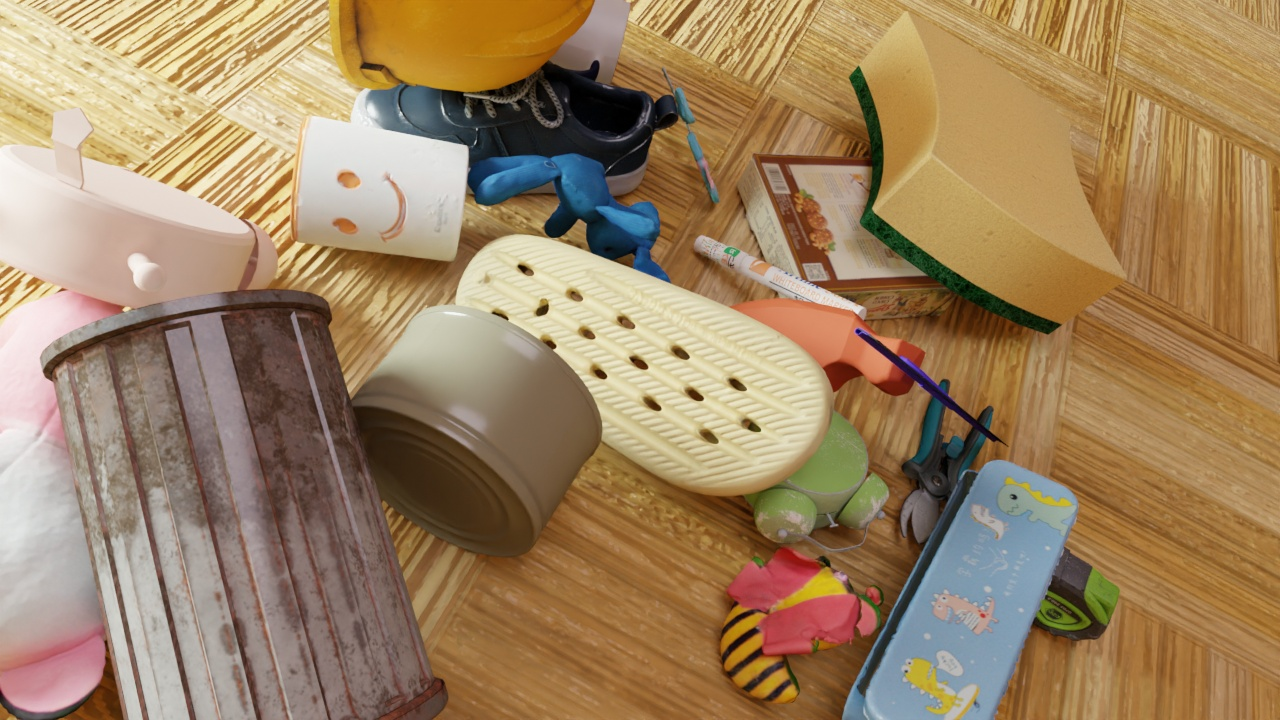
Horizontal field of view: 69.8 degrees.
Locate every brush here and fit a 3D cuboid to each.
[{"bbox_3d":[0.277,-0.159,0.760,0.195,0.075,0.249,26,45,-17],"label":"brush"}]

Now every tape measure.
[{"bbox_3d":[0.274,0.149,0.597,0.065,0.059,0.035,35,52,9],"label":"tape measure"}]

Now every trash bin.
[{"bbox_3d":[-0.173,0.089,0.408,0.130,0.131,0.211,-14,83,-27],"label":"trash bin"}]

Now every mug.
[{"bbox_3d":[-0.173,-0.113,0.612,0.105,0.082,0.082,7,55,-16],"label":"mug"},{"bbox_3d":[-0.066,-0.258,0.747,0.097,0.079,0.111,14,44,-9],"label":"mug"}]

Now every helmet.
[{"bbox_3d":[-0.090,-0.262,0.592,0.131,0.206,0.254,18,34,-2],"label":"helmet"}]

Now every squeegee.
[{"bbox_3d":[0.127,-0.009,0.616,0.185,0.249,0.055,17,84,40],"label":"squeegee"}]

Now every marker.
[{"bbox_3d":[0.099,-0.060,0.677,0.145,0.017,0.017,30,49,32],"label":"marker"}]

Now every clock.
[{"bbox_3d":[0.106,0.072,0.595,0.094,0.043,0.119,-8,51,-23],"label":"clock"},{"bbox_3d":[-0.285,-0.082,0.513,0.131,0.160,0.086,23,91,-2],"label":"clock"}]

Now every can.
[{"bbox_3d":[-0.094,0.041,0.504,0.128,0.128,0.073,29,54,2],"label":"can"}]

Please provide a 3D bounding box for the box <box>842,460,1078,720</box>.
[{"bbox_3d":[0.196,0.151,0.543,0.079,0.073,0.209,14,45,33],"label":"box"}]

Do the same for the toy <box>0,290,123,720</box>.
[{"bbox_3d":[-0.294,0.061,0.449,0.142,0.084,0.212,19,51,-11],"label":"toy"}]

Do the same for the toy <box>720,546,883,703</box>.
[{"bbox_3d":[0.091,0.151,0.540,0.084,0.046,0.103,35,60,29],"label":"toy"}]

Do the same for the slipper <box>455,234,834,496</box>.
[{"bbox_3d":[-0.004,0.003,0.595,0.261,0.079,0.111,28,82,18],"label":"slipper"}]

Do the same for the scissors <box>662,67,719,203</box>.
[{"bbox_3d":[0.034,-0.197,0.739,0.015,0.120,0.138,-25,67,3],"label":"scissors"}]

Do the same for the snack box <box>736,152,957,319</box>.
[{"bbox_3d":[0.168,-0.102,0.745,0.146,0.041,0.143,-4,58,-21],"label":"snack box"}]

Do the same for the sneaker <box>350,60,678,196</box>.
[{"bbox_3d":[-0.092,-0.181,0.682,0.235,0.088,0.089,2,55,-17],"label":"sneaker"}]

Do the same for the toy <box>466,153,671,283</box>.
[{"bbox_3d":[-0.035,-0.103,0.651,0.176,0.071,0.112,27,21,-28],"label":"toy"}]

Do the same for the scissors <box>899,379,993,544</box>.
[{"bbox_3d":[0.221,0.071,0.659,0.149,0.019,0.131,-4,57,-22],"label":"scissors"}]
